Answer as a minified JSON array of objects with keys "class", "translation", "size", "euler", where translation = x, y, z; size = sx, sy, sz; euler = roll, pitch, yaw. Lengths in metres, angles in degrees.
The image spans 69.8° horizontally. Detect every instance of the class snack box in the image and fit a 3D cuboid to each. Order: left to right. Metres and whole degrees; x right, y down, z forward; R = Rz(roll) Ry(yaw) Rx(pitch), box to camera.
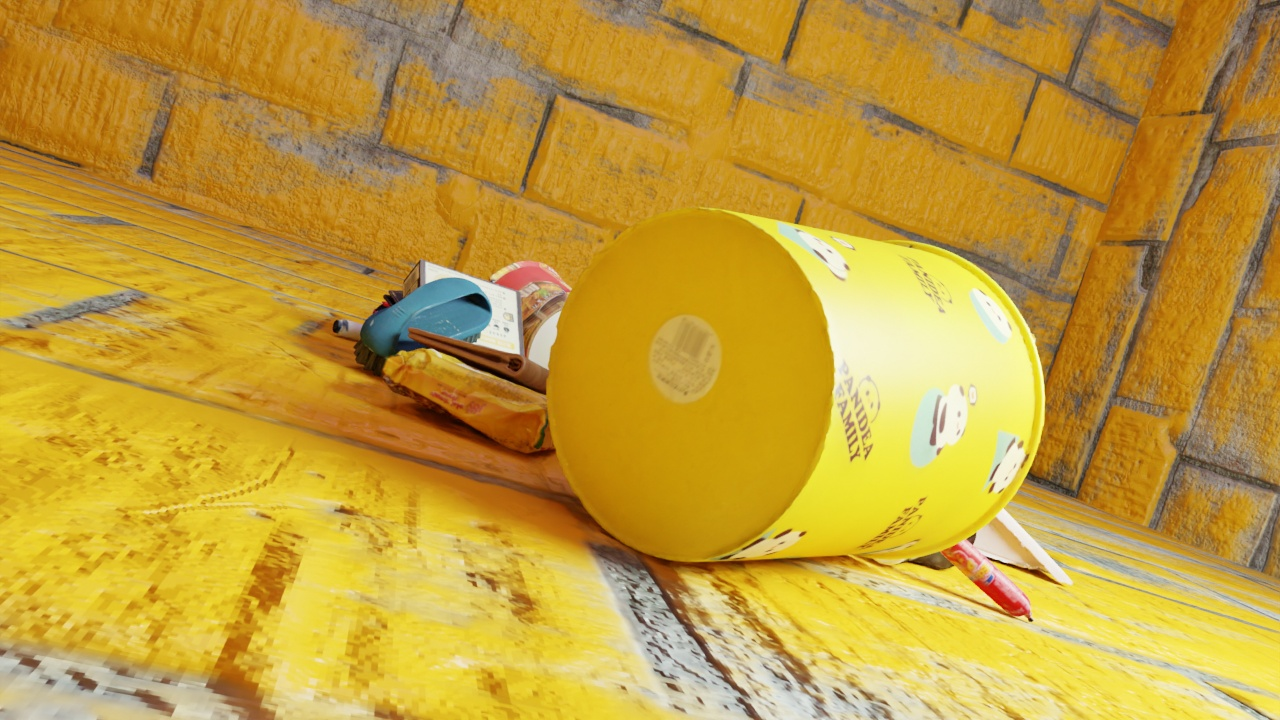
[{"class":"snack box","translation":[-0.170,-0.026,0.891],"size":[0.113,0.125,0.053],"euler":[17,-40,-33]}]

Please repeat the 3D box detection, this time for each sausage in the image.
[{"class":"sausage","translation":[0.221,0.129,0.659],"size":[0.156,0.020,0.020],"euler":[44,8,11]}]

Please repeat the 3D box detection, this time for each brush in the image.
[{"class":"brush","translation":[-0.179,-0.036,0.789],"size":[0.055,0.074,0.143],"euler":[41,32,14]}]

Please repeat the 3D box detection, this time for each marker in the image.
[{"class":"marker","translation":[-0.253,-0.019,0.946],"size":[0.130,0.018,0.022],"euler":[17,13,-41]}]

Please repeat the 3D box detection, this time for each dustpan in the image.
[{"class":"dustpan","translation":[0.315,0.109,0.975],"size":[0.273,0.139,0.222],"euler":[18,2,-6]}]

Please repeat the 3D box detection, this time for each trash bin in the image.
[{"class":"trash bin","translation":[0.094,0.019,0.568],"size":[0.230,0.230,0.254],"euler":[21,10,38]}]

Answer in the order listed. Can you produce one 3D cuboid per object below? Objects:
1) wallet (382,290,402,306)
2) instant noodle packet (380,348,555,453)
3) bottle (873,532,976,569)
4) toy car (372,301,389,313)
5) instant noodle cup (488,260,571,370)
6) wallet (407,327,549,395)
[{"class":"wallet","translation":[-0.202,-0.026,0.954],"size":[0.122,0.020,0.096],"euler":[49,23,28]},{"class":"instant noodle packet","translation":[-0.111,0.030,0.666],"size":[0.128,0.044,0.110],"euler":[22,1,8]},{"class":"bottle","translation":[0.224,0.140,0.750],"size":[0.080,0.044,0.194],"euler":[29,8,28]},{"class":"toy car","translation":[-0.239,-0.031,1.013],"size":[0.120,0.045,0.053],"euler":[20,4,-16]},{"class":"instant noodle cup","translation":[-0.111,-0.032,1.049],"size":[0.137,0.138,0.108],"euler":[16,12,-46]},{"class":"wallet","translation":[-0.118,0.004,0.744],"size":[0.115,0.020,0.101],"euler":[15,-10,26]}]
